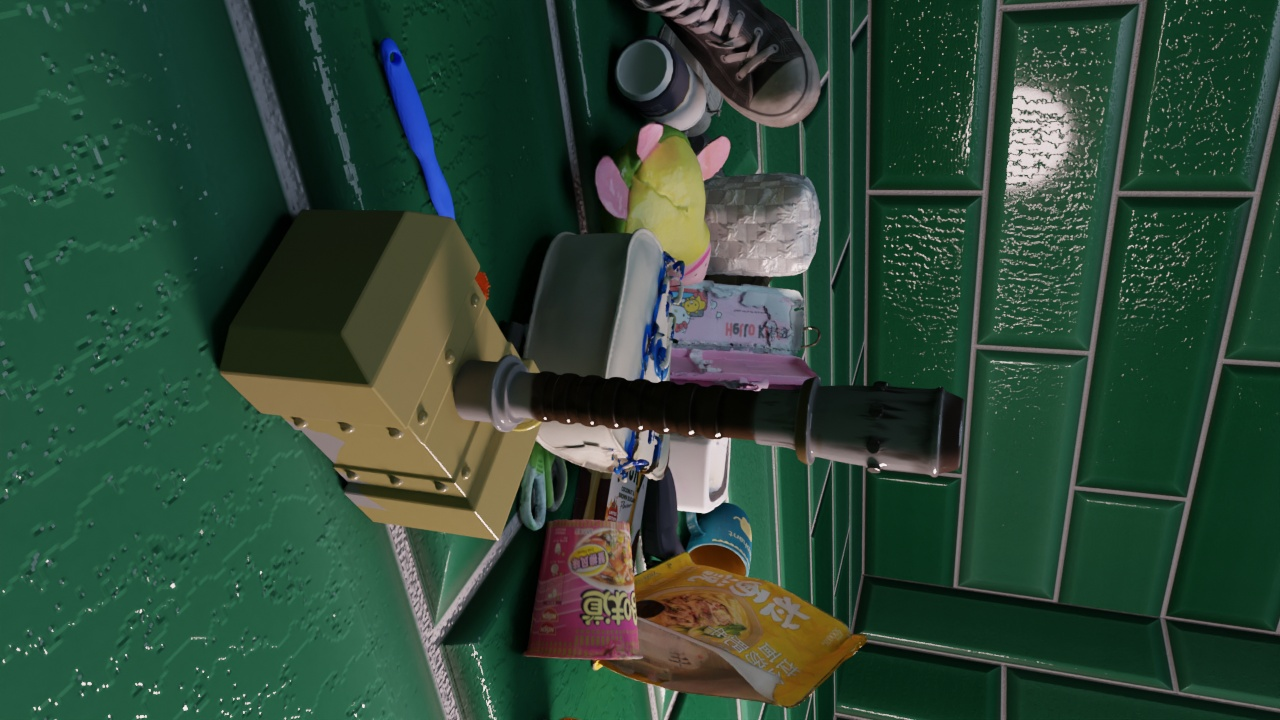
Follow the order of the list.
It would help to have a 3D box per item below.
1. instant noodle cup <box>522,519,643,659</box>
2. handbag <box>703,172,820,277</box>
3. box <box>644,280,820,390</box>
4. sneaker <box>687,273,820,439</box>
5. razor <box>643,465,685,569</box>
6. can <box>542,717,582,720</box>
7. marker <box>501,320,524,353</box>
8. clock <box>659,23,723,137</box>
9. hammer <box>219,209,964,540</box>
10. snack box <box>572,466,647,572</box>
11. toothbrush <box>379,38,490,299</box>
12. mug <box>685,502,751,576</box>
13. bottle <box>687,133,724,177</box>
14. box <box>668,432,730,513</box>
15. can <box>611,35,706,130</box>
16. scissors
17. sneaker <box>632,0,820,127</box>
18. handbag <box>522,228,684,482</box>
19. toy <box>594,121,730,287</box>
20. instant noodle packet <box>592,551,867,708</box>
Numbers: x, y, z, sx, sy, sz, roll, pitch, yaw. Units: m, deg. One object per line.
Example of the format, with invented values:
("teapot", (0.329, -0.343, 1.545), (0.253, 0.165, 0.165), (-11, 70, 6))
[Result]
("instant noodle cup", (-0.046, 0.188, 0.758), (0.097, 0.098, 0.108), (41, 48, -66))
("handbag", (0.108, -0.148, 0.983), (0.123, 0.172, 0.112), (-41, 132, -63))
("box", (0.094, -0.011, 0.987), (0.073, 0.201, 0.149), (128, -42, -51))
("sneaker", (0.128, -0.017, 1.084), (0.101, 0.143, 0.237), (140, -42, -69))
("razor", (0.025, 0.181, 1.017), (0.052, 0.047, 0.143), (-13, 105, -44))
("can", (-0.023, 0.348, 0.764), (0.079, 0.143, 0.079), (5, 89, -70))
("marker", (-0.106, 0.041, 0.658), (0.017, 0.017, 0.146), (48, 50, -64))
("clock", (0.058, -0.289, 0.977), (0.103, 0.061, 0.156), (41, 54, -66))
("hammer", (-0.012, 0.021, 0.455), (0.190, 0.325, 0.100), (68, 33, -51))
("snack box", (-0.025, 0.117, 0.874), (0.101, 0.032, 0.185), (40, 56, -66))
("toothbrush", (-0.125, -0.110, 0.569), (0.016, 0.018, 0.183), (-41, 137, -29))
("mug", (0.096, 0.225, 1.182), (0.112, 0.085, 0.104), (56, 26, -15))
("bottle", (0.071, -0.216, 1.053), (0.112, 0.047, 0.047), (53, 45, -61))
("box", (0.079, 0.127, 1.107), (0.107, 0.076, 0.102), (-7, 102, -72))
("can", (0.022, -0.260, 0.879), (0.127, 0.064, 0.064), (1, 93, -70))
("scissors", (-0.080, 0.047, 0.741), (0.078, 0.033, 0.176), (-28, 124, -63))
("sneaker", (0.068, -0.312, 0.835), (0.234, 0.095, 0.119), (58, 26, 8))
("handbag", (-0.004, 0.004, 0.746), (0.199, 0.093, 0.200), (43, 51, -57))
("toy", (0.015, -0.137, 0.848), (0.190, 0.088, 0.238), (-64, 157, -9))
("instant noodle packet", (0.086, 0.266, 0.889), (0.162, 0.222, 0.084), (-10, 103, -52))
